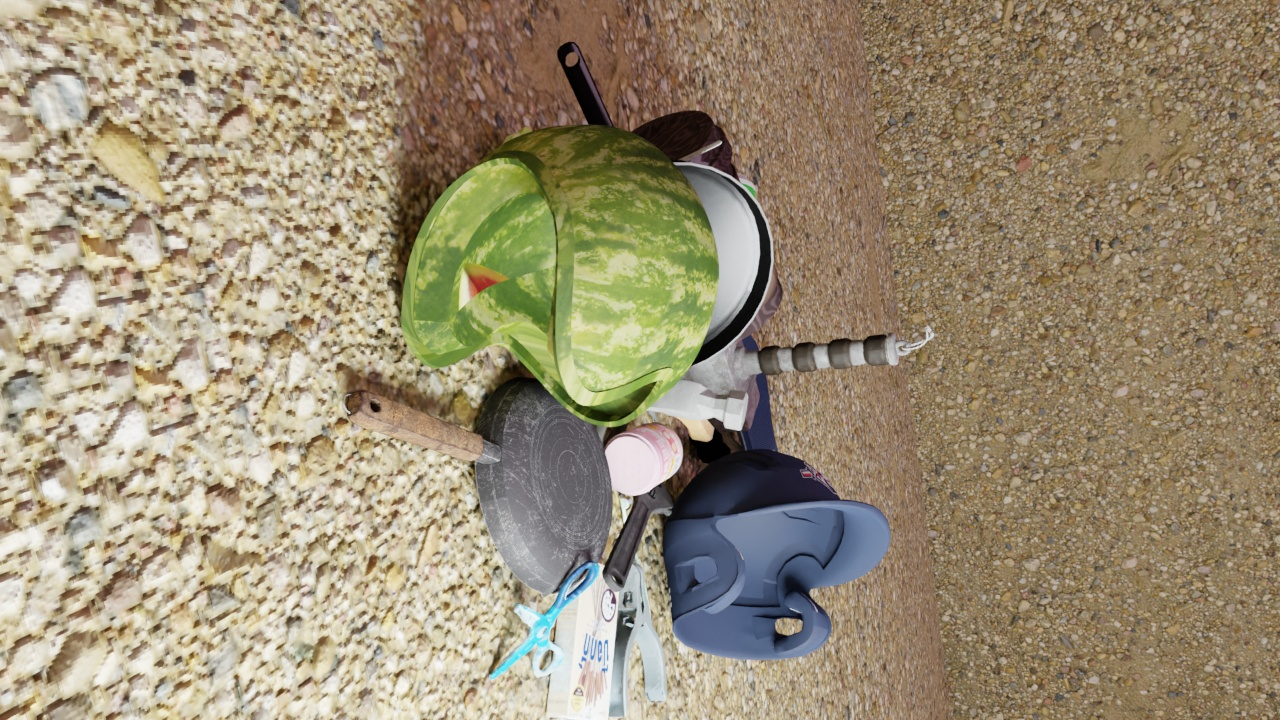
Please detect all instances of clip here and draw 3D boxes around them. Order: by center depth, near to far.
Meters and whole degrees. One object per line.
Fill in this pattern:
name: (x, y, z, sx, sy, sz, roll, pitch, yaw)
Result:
clip: (-0.008, 0.322, 0.980, 0.165, 0.032, 0.165, -68, 146, -57)

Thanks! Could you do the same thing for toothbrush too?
toothbrush: (-0.004, -0.179, 0.907, 0.010, 0.182, 0.010, 48, 26, -46)
toothbrush: (-0.006, 0.226, 1.033, 0.022, 0.015, 0.155, -139, -141, -79)

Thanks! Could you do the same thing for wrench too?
wrench: (-0.004, 0.171, 0.964, 0.073, 0.018, 0.272, 52, 16, -5)

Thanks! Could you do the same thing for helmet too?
helmet: (-0.046, -0.071, 0.759, 0.246, 0.213, 0.243, 14, 86, -57)
helmet: (0.156, 0.210, 1.084, 0.232, 0.273, 0.222, 41, 41, -41)

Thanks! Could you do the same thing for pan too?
pan: (-0.115, 0.085, 0.785, 0.356, 0.040, 0.207, 36, 45, -56)
pan: (0.000, -0.141, 0.888, 0.356, 0.225, 0.034, 63, -3, -32)

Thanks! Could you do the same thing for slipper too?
slipper: (0.155, 0.102, 1.355, 0.118, 0.060, 0.295, -20, 97, -61)

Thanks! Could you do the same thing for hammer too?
hammer: (0.071, 0.082, 1.098, 0.328, 0.131, 0.039, 57, 45, -70)
hammer: (0.198, -0.003, 1.148, 0.079, 0.327, 0.177, -64, 141, -48)

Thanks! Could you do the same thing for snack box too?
snack box: (-0.054, 0.276, 0.905, 0.082, 0.026, 0.149, 43, 47, -55)

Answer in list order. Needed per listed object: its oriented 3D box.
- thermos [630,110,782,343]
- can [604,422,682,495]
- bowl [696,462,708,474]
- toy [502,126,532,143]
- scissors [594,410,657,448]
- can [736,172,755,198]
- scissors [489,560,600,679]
thermos: (0.057, -0.138, 1.032, 0.226, 0.173, 0.172, 56, 37, -33)
can: (0.003, 0.104, 0.984, 0.076, 0.067, 0.067, -15, 98, -66)
bowl: (0.133, 0.210, 1.262, 0.150, 0.075, 0.150, 21, 67, -62)
toy: (-0.104, -0.150, 0.865, 0.091, 0.045, 0.135, -43, 130, -58)
scissors: (-0.006, 0.007, 1.040, 0.224, 0.016, 0.230, -49, 141, -54)
can: (0.121, -0.190, 1.308, 0.087, 0.088, 0.139, 28, 60, -61)
scissors: (-0.080, 0.232, 0.813, 0.139, 0.011, 0.134, -48, 145, -16)
